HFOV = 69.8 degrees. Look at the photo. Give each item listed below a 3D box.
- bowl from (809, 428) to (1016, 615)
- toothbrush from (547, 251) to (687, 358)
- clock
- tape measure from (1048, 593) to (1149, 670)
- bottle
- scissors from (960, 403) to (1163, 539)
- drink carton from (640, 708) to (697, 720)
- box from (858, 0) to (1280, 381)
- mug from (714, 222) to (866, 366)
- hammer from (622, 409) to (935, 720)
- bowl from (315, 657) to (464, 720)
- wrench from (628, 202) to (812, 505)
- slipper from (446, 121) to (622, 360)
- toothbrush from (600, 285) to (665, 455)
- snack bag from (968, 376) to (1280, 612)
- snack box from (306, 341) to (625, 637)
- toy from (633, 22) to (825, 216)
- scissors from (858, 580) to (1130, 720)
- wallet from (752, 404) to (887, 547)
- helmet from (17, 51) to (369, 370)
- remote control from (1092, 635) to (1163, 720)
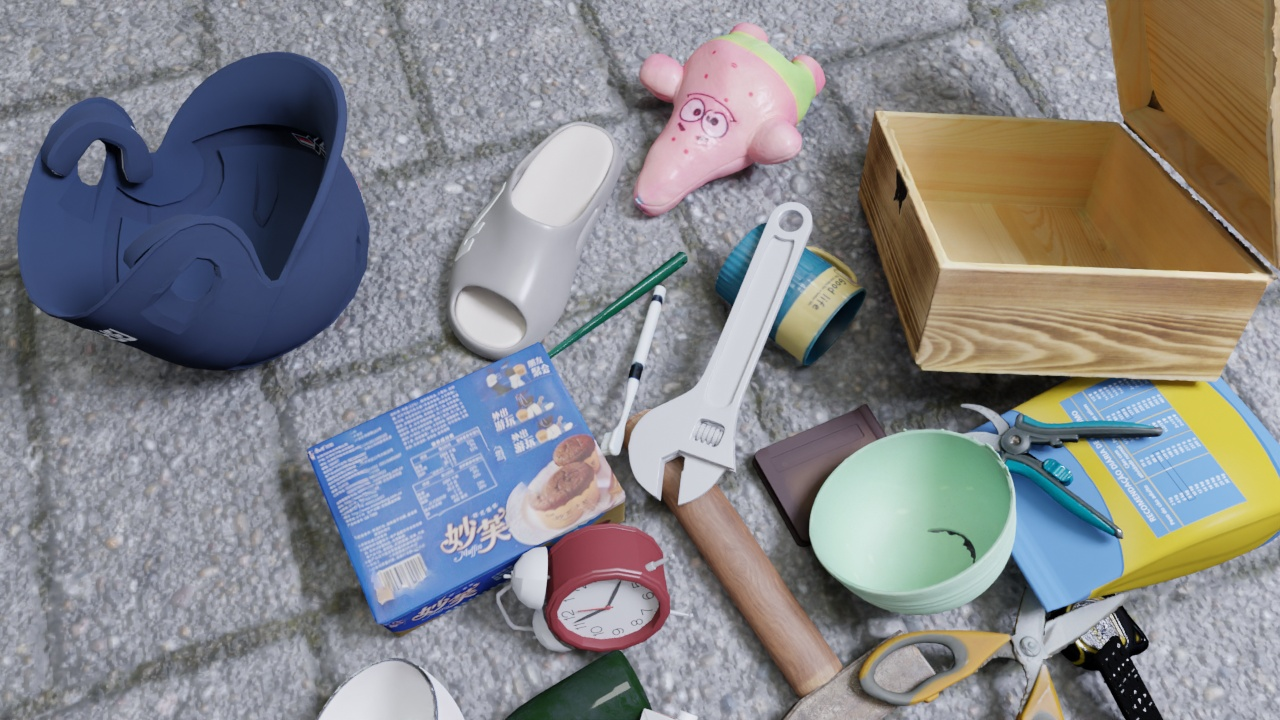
[{"bbox_3d":[0.210,0.130,0.687,0.151,0.077,0.150,-24,34,17],"label":"bowl"},{"bbox_3d":[-0.033,-0.045,0.831,0.189,0.016,0.017,-37,66,-17],"label":"toothbrush"},{"bbox_3d":[-0.036,0.172,0.680,0.137,0.096,0.048,-14,36,3],"label":"clock"},{"bbox_3d":[0.345,0.205,0.702,0.061,0.034,0.061,-21,64,-13],"label":"tape measure"},{"bbox_3d":[-0.078,0.274,0.658,0.174,0.055,0.055,-29,68,-4],"label":"bottle"},{"bbox_3d":[0.315,0.067,0.686,0.124,0.019,0.154,-37,54,7],"label":"scissors"},{"bbox_3d":[0.017,0.303,0.626,0.040,0.058,0.122,2,65,43],"label":"drink carton"},{"bbox_3d":[0.353,-0.190,0.691,0.284,0.324,0.278,4,36,-1],"label":"box"},{"bbox_3d":[0.139,-0.065,0.812,0.107,0.083,0.113,39,48,20],"label":"mug"},{"bbox_3d":[0.071,0.164,0.720,0.157,0.037,0.300,-30,68,-14],"label":"hammer"},{"bbox_3d":[-0.168,0.273,0.632,0.116,0.066,0.116,-19,45,20],"label":"bowl"},{"bbox_3d":[0.070,-0.013,0.747,0.087,0.018,0.273,18,76,19],"label":"wrench"},{"bbox_3d":[-0.094,-0.130,0.836,0.113,0.081,0.265,24,66,7],"label":"slipper"},{"bbox_3d":[-0.005,0.005,0.789,0.017,0.012,0.186,-11,44,32],"label":"toothbrush"},{"bbox_3d":[0.365,0.092,0.709,0.205,0.102,0.158,-17,54,-6],"label":"snack bag"},{"bbox_3d":[-0.135,0.100,0.731,0.202,0.069,0.155,-26,67,-12],"label":"snack box"},{"bbox_3d":[0.073,-0.232,0.881,0.192,0.097,0.236,35,77,24],"label":"toy"},{"bbox_3d":[0.275,0.231,0.660,0.225,0.016,0.216,-17,63,-12],"label":"scissors"},{"bbox_3d":[0.164,0.095,0.765,0.115,0.018,0.091,-22,66,-13],"label":"wallet"},{"bbox_3d":[-0.324,-0.120,0.745,0.232,0.223,0.272,38,99,31],"label":"helmet"},{"bbox_3d":[0.366,0.267,0.657,0.030,0.009,0.140,-27,88,-31],"label":"remote control"}]
